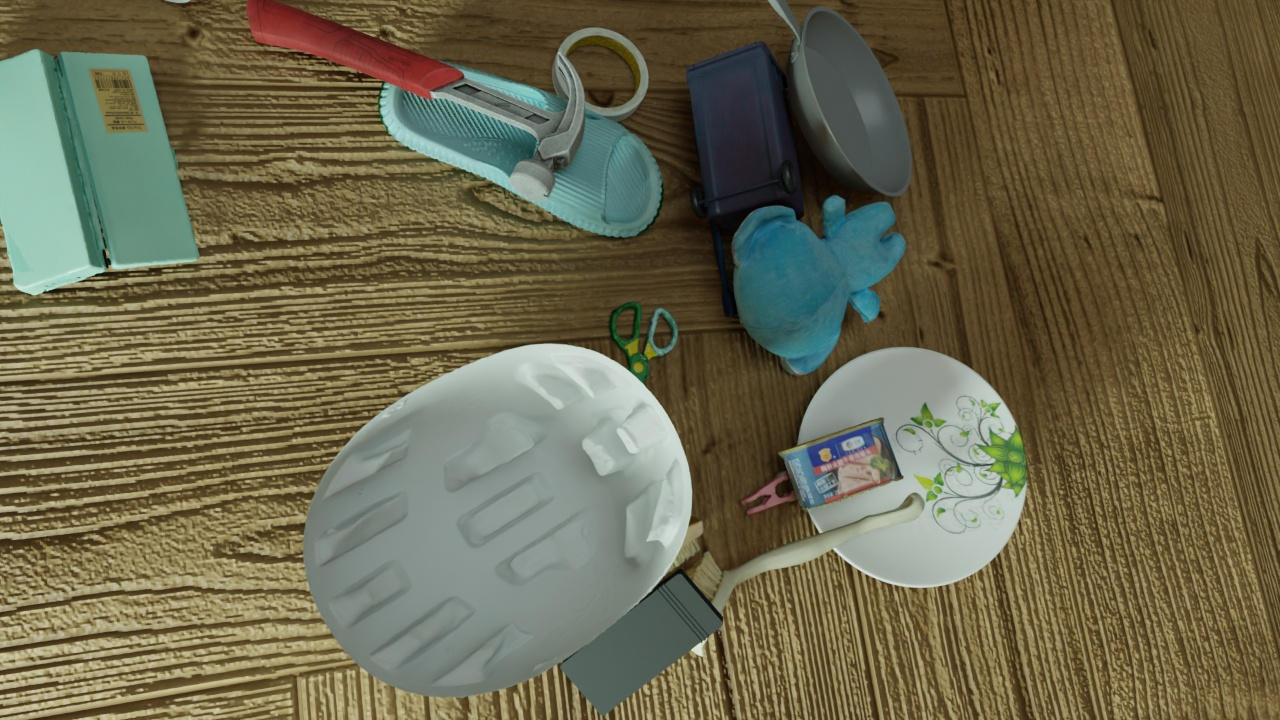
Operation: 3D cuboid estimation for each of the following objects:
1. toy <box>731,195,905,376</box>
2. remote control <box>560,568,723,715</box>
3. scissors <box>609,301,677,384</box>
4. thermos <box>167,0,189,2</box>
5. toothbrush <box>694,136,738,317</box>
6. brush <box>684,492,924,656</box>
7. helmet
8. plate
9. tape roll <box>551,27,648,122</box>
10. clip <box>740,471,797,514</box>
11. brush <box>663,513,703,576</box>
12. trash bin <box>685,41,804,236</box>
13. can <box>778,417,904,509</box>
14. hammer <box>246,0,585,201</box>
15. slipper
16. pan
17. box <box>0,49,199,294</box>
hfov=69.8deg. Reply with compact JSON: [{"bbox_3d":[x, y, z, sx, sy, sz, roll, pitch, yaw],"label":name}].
[{"bbox_3d":[0.164,-0.087,0.872,0.180,0.115,0.183,-36,119,-12],"label":"toy"},{"bbox_3d":[0.000,0.234,0.761,0.133,0.013,0.058,-39,92,11],"label":"remote control"},{"bbox_3d":[0.003,0.008,0.850,0.071,0.014,0.130,7,75,-16],"label":"scissors"},{"bbox_3d":[-0.383,-0.425,0.774,0.131,0.132,0.221,18,81,-13],"label":"thermos"},{"bbox_3d":[0.077,-0.135,0.903,0.017,0.016,0.190,-4,79,-26],"label":"toothbrush"},{"bbox_3d":[0.139,0.176,0.818,0.272,0.062,0.077,-22,96,-15],"label":"brush"},{"bbox_3d":[-0.107,0.121,0.697,0.281,0.184,0.224,-36,84,-27],"label":"helmet"},{"bbox_3d":[0.259,0.102,0.890,0.229,0.030,0.229,1,78,-7],"label":"plate"},{"bbox_3d":[-0.039,-0.278,0.897,0.094,0.019,0.094,4,77,-16],"label":"tape roll"},{"bbox_3d":[0.123,0.130,0.856,0.044,0.023,0.060,44,64,-2],"label":"clip"},{"bbox_3d":[0.000,0.172,0.793,0.117,0.049,0.039,-29,110,-22],"label":"brush"},{"bbox_3d":[0.099,-0.211,0.870,0.094,0.092,0.160,-12,74,23],"label":"trash bin"},{"bbox_3d":[0.183,0.095,0.838,0.099,0.054,0.059,-17,83,-10],"label":"can"},{"bbox_3d":[-0.196,-0.251,0.795,0.316,0.036,0.126,23,72,5],"label":"hammer"},{"bbox_3d":[-0.101,-0.202,0.833,0.276,0.070,0.115,20,75,-11],"label":"slipper"},{"bbox_3d":[0.159,-0.291,0.869,0.356,0.051,0.200,36,49,-34],"label":"pan"},{"bbox_3d":[-0.444,-0.156,0.731,0.137,0.057,0.187,-17,84,-14],"label":"box"}]
